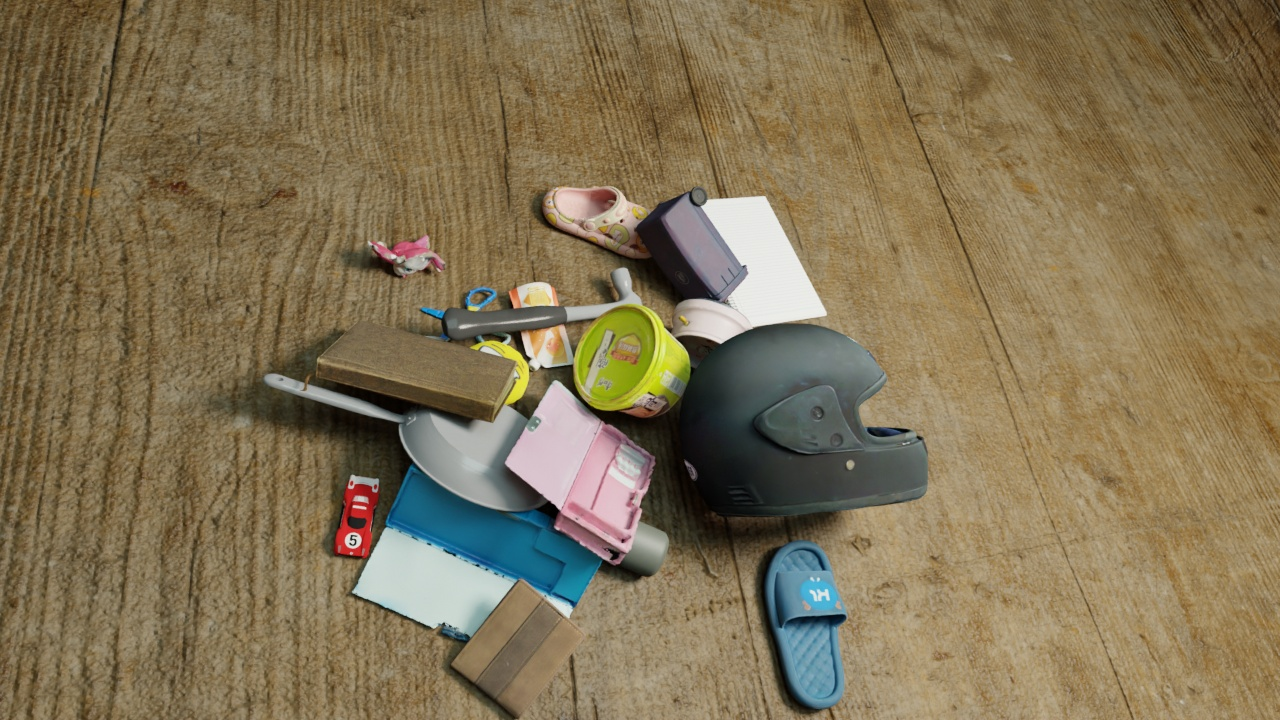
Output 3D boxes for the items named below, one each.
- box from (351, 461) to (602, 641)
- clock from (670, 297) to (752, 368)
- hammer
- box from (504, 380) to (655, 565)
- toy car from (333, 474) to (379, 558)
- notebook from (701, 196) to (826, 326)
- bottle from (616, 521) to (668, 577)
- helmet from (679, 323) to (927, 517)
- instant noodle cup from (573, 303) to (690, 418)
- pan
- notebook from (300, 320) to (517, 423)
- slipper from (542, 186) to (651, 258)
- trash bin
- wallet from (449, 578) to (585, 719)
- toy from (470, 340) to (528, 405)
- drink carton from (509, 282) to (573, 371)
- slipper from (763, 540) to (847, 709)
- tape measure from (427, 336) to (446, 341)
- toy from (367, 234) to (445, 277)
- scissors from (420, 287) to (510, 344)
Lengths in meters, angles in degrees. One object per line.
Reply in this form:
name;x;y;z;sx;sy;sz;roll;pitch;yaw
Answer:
box;-0.182;0.234;1.059;0.243;0.071;0.170;26;84;-6
clock;0.113;-0.025;1.311;0.158;0.117;0.058;24;64;-7
hammer;-0.123;-0.057;1.245;0.310;0.030;0.125;-8;75;-37
box;-0.071;0.130;1.109;0.179;0.039;0.232;38;23;-5
toy car;-0.323;0.178;1.046;0.038;0.025;0.089;11;56;-17
notebook;0.182;-0.166;1.493;0.177;0.013;0.245;-9;64;-29
bottle;-0.024;0.221;1.127;0.108;0.060;0.060;24;53;-7
helmet;0.207;0.069;1.178;0.316;0.249;0.236;-4;89;-5
instant noodle cup;-0.007;0.007;1.216;0.097;0.146;0.146;30;43;-48
pan;-0.256;0.072;1.069;0.356;0.051;0.200;25;21;-16
notebook;-0.264;0.018;1.080;0.215;0.034;0.189;15;21;-1
slipper;-0.048;-0.226;1.389;0.197;0.082;0.093;17;53;-10
trash bin;0.080;-0.162;1.364;0.092;0.094;0.161;-46;109;-28
wallet;-0.134;0.317;1.012;0.098;0.027;0.121;38;82;3
toy;-0.192;0.017;1.196;0.095;0.041;0.094;41;57;8
drink carton;-0.136;-0.045;1.268;0.069;0.039;0.122;-8;69;-28
slipper;0.213;0.328;1.163;0.103;0.059;0.213;8;58;-16
tape measure;-0.274;0.000;1.181;0.064;0.017;0.064;4;59;-12
toy;-0.321;-0.139;1.238;0.102;0.050;0.065;-1;36;-45
scissors;-0.230;-0.049;1.241;0.127;0.015;0.125;41;58;9
